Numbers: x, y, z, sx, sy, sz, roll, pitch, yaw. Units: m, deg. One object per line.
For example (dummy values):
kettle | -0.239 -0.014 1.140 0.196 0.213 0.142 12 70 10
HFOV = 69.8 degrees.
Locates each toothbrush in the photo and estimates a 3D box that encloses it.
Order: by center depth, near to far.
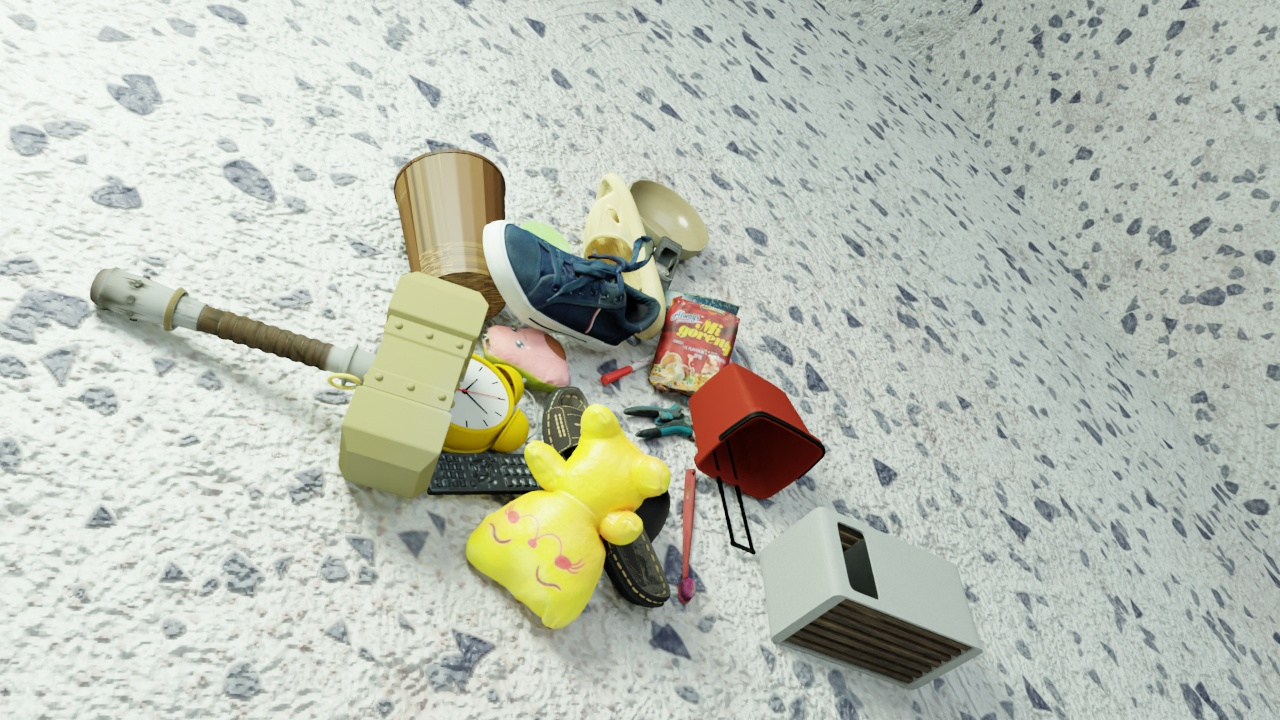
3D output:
toothbrush | 0.056 0.196 1.052 0.016 0.017 0.189 29 37 -18

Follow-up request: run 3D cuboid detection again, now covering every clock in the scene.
clock | -0.176 0.043 0.961 0.151 0.052 0.113 14 44 -29
clock | -0.132 -0.136 1.200 0.094 0.043 0.119 10 47 -36

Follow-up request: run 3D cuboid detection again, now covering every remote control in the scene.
remote control | -0.152 0.118 0.931 0.150 0.022 0.047 7 49 -38

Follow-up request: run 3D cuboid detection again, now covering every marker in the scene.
marker | -0.007 0.007 1.195 0.013 0.013 0.141 50 35 11

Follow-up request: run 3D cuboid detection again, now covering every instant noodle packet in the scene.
instant noodle packet | 0.071 -0.011 1.211 0.098 0.040 0.135 19 79 -9

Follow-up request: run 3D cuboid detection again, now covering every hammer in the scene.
hammer | -0.322 -0.016 0.830 0.324 0.101 0.189 18 60 -10

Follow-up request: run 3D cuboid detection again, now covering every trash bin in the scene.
trash bin | 0.268 0.283 1.078 0.228 0.115 0.114 25 38 -23

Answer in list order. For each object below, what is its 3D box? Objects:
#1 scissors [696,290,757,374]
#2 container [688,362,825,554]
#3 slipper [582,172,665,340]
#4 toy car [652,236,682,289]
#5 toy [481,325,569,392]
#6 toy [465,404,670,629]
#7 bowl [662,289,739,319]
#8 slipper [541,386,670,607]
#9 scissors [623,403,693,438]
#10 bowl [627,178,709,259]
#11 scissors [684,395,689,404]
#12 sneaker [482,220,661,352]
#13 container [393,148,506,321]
scissors | 0.128 -0.039 1.379 0.103 0.016 0.178 23 35 -32
container | 0.143 0.117 1.126 0.148 0.127 0.200 28 31 -35
slipper | -0.039 -0.140 1.257 0.079 0.112 0.261 -7 60 -22
toy car | 0.032 -0.136 1.337 0.040 0.037 0.092 27 73 -20
toy | -0.133 -0.004 1.050 0.109 0.051 0.090 15 39 -33
toy | -0.066 0.143 0.876 0.134 0.193 0.087 37 -9 9
bowl | 0.077 -0.060 1.293 0.114 0.061 0.114 14 1 0
slipper | -0.026 0.132 0.975 0.113 0.076 0.267 23 36 -58
scissors | 0.034 0.072 1.160 0.142 0.019 0.127 35 35 -14
bowl | 0.031 -0.210 1.428 0.152 0.051 0.152 26 38 -22
scissors | 0.108 0.046 1.266 0.133 0.015 0.134 38 38 -5
sneaker | -0.063 -0.097 1.067 0.294 0.127 0.120 28 48 -56
container | -0.213 -0.136 1.057 0.132 0.132 0.167 13 50 -35
